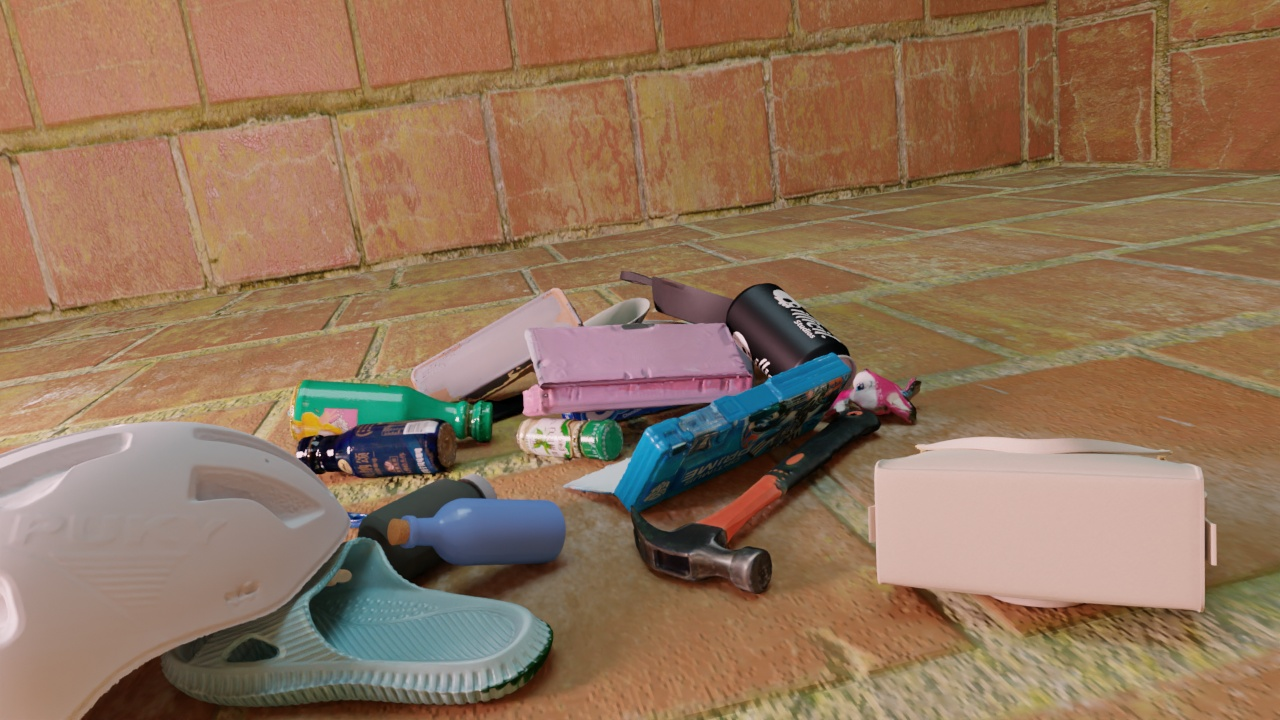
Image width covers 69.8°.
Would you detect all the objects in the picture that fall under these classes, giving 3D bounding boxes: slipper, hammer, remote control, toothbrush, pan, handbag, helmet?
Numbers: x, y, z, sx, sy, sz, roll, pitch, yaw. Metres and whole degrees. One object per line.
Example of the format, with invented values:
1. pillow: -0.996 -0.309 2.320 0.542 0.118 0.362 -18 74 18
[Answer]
1. slipper: -0.189 0.166 0.585 0.276 0.069 0.115 -3 18 17
2. hammer: 0.119 0.099 0.765 0.133 0.033 0.332 2 16 38
3. remote control: -0.165 0.054 1.108 0.140 0.021 0.045 -17 18 -36
4. toothbrush: -0.243 0.141 0.819 0.132 0.016 0.021 -4 14 23
5. pan: 0.080 -0.070 1.224 0.248 0.043 0.356 14 5 -40
6. handbag: 0.261 0.093 0.609 0.195 0.101 0.197 -1 4 25
7. helmet: -0.328 0.133 0.586 0.281 0.184 0.225 -10 9 -40

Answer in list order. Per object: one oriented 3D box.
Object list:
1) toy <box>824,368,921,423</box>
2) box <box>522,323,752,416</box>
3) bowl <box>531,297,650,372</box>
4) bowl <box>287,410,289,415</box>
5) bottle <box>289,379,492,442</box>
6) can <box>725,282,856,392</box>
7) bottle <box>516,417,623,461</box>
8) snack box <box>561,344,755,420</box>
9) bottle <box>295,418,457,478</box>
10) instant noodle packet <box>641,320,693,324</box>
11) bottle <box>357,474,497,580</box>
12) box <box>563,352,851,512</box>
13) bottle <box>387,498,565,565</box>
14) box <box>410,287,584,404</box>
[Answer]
1. toy: 0.228 0.035 0.923 0.102 0.050 0.065 -7 18 23
2. box: -0.005 0.002 0.966 0.232 0.098 0.099 -3 -5 -18
3. bowl: -0.051 -0.008 1.174 0.174 0.068 0.174 -28 14 8
4. bowl: -0.350 0.070 1.089 0.121 0.046 0.121 -7 14 2
5. bottle: -0.267 0.061 0.998 0.209 0.068 0.068 4 13 -6
6. can: 0.160 -0.017 0.992 0.080 0.080 0.146 -15 42 -25
7. bottle: -0.072 0.077 0.922 0.110 0.043 0.042 1 16 31
8. snack box: 0.020 0.023 1.054 0.226 0.059 0.059 -11 12 -19
9. bottle: -0.271 0.092 0.940 0.161 0.056 0.056 -5 14 10
10. instant noodle packet: 0.040 -0.034 1.277 0.146 0.057 0.269 -3 11 -11
11. bottle: -0.166 0.130 0.727 0.060 0.060 0.108 3 18 37
12. box: 0.069 0.077 0.846 0.242 0.063 0.175 -19 -11 -38
13. bottle: -0.119 0.124 0.662 0.131 0.048 0.048 9 0 -41
14. box: -0.170 -0.002 1.132 0.216 0.095 0.107 -30 38 -5
